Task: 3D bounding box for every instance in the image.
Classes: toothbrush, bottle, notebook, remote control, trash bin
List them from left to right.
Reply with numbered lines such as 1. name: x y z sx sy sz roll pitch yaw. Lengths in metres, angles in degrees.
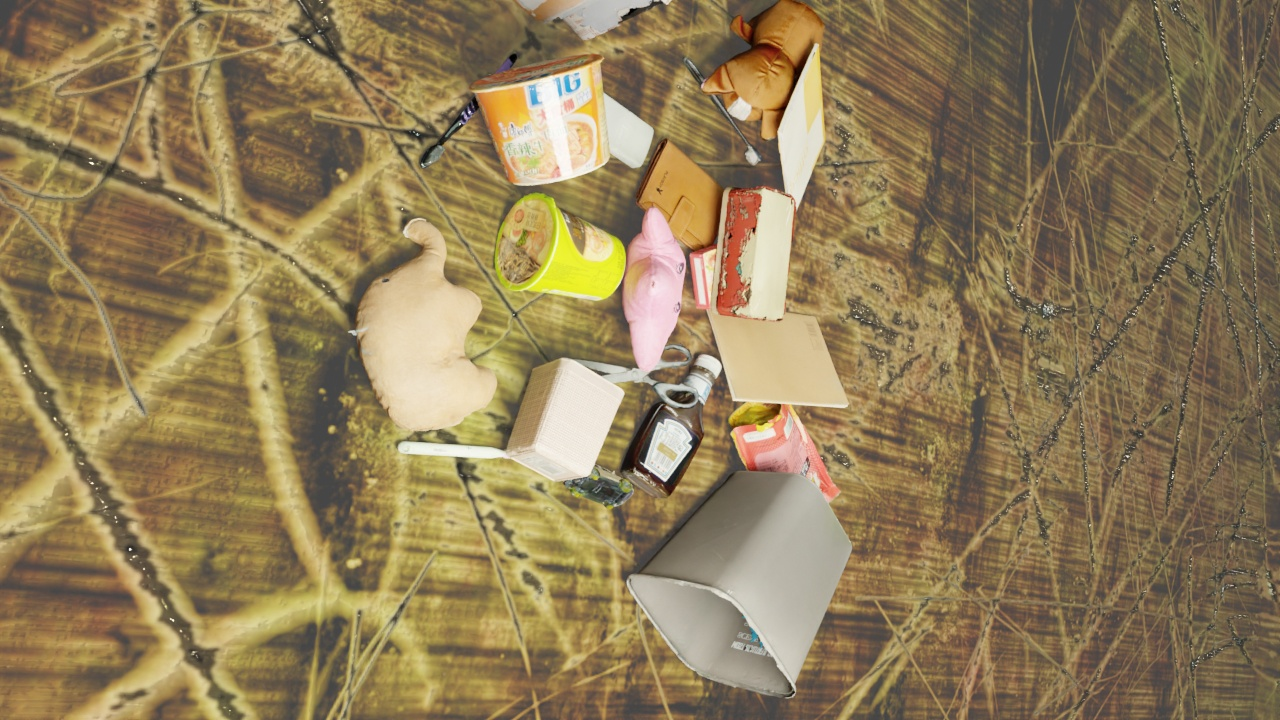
1. toothbrush: -0.189 -0.283 1.030 0.014 0.017 0.188 48 63 -32
2. toothbrush: -0.182 0.104 1.030 0.189 0.020 0.029 9 104 -36
3. remote control: -0.049 -0.296 1.127 0.150 0.021 0.058 28 74 -33
4. bottle: 0.048 0.079 1.182 0.080 0.044 0.194 38 67 -19
5. toothbrush: 0.111 -0.337 1.246 0.018 0.016 0.181 -49 117 -16
6. trash bin: 0.139 0.271 1.166 0.219 0.199 0.199 -47 117 -34
7. notebook: 0.190 -0.008 1.265 0.211 0.012 0.149 5 59 -36
8. notebook: 0.222 -0.307 1.257 0.145 0.010 0.206 -66 159 -17

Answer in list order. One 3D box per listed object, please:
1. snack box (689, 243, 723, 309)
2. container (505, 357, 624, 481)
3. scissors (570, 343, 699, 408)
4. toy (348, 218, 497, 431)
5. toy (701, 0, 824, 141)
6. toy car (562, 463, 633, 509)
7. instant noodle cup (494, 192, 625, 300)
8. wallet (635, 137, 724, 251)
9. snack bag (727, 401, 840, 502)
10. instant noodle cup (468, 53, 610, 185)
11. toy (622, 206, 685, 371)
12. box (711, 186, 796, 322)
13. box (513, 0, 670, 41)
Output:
1. snack box: 0.127 -0.124 1.232 0.152 0.025 0.075 -24 113 -42
2. container: -0.089 0.071 1.041 0.090 0.090 0.110 32 63 -25
3. scissors: 0.000 0.020 1.141 0.165 0.014 0.162 45 55 -1
4. toy: -0.232 -0.038 0.964 0.143 0.083 0.226 -14 95 -40
5. toy: 0.165 -0.388 1.227 0.140 0.131 0.199 29 59 -4
6. toy car: -0.049 0.149 1.113 0.090 0.042 0.035 28 29 -31
7. instant noodle cup: -0.085 -0.121 1.055 0.123 0.112 0.111 13 82 -43
8. wallet: 0.057 -0.209 1.199 0.131 0.031 0.107 36 68 -30
9. snack bag: 0.201 0.149 1.285 0.128 0.073 0.208 -41 118 -24
10. instant noodle cup: -0.103 -0.265 1.015 0.151 0.151 0.111 -29 119 -32
11. toy: 0.014 -0.083 1.090 0.074 0.178 0.194 4 98 3
12. box: 0.152 -0.136 1.180 0.091 0.077 0.168 4 92 -47
13. box: -0.057 -0.477 1.026 0.205 0.181 0.157 33 73 -31
